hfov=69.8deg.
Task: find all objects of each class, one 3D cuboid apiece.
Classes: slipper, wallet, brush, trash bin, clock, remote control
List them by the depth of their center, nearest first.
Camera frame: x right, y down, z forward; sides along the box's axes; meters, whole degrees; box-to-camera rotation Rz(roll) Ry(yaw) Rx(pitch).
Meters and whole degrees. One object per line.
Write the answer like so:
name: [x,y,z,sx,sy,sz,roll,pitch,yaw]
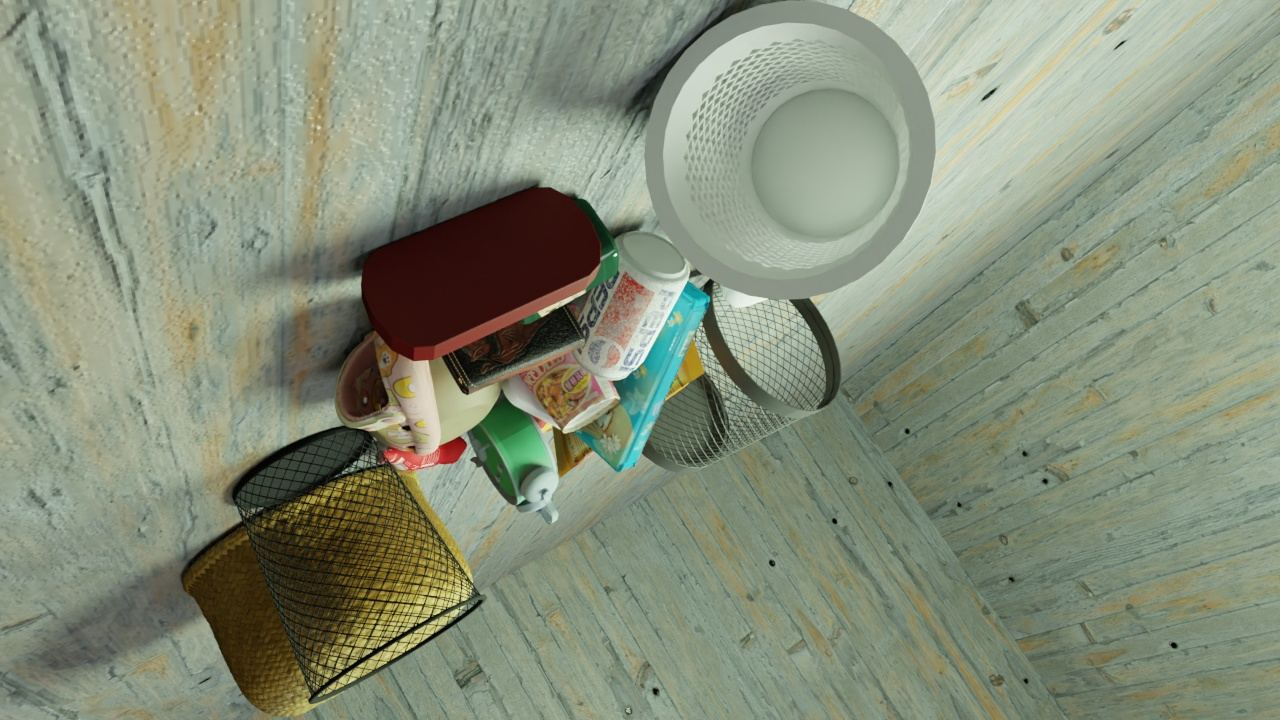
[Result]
brush: [-0.113,-0.061,0.661,0.173,0.082,0.042,-27,166,-24]
trash bin: [0.127,-0.154,0.706,0.196,0.195,0.199,-38,176,21]
slipper: [-0.211,0.020,0.755,0.081,0.093,0.198,-8,159,-14]
wallet: [-0.117,-0.022,0.821,0.122,0.072,0.019,-25,165,-28]
trash bin: [-0.284,0.190,0.898,0.184,0.210,0.184,-31,167,-8]
remote control: [-0.111,0.045,1.026,0.013,0.043,0.136,-24,149,20]
clock: [-0.148,0.125,1.093,0.075,0.161,0.122,-29,166,-23]
trash bin: [0.104,0.018,1.210,0.217,0.217,0.228,-19,165,-47]

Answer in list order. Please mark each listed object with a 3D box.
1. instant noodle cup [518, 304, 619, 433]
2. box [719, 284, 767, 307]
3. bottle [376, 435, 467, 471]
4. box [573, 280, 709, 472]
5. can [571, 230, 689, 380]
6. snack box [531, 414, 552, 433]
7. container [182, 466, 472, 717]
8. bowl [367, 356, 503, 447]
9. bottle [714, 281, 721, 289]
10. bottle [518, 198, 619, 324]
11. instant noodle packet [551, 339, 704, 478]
instant noodle cup: [-0.080,0.013,0.961,0.097,0.108,0.098,-31,167,-8]
box: [0.112,-0.114,0.969,0.083,0.140,0.141,-21,154,12]
bottle: [-0.249,0.102,1.037,0.042,0.042,0.141,-37,167,19]
box: [-0.005,0.006,0.981,0.041,0.094,0.227,-13,135,-48]
can: [-0.013,-0.052,0.885,0.078,0.078,0.136,-20,148,-45]
snack box: [-0.109,0.061,1.269,0.133,0.021,0.089,-42,165,36]
container: [-0.359,0.279,1.102,0.306,0.196,0.307,-33,167,-9]
bowl: [-0.200,0.046,0.926,0.152,0.050,0.152,-31,167,-8]
bottle: [0.156,-0.133,1.075,0.157,0.068,0.067,-36,167,12]
bottle: [-0.087,-0.070,0.736,0.131,0.061,0.061,-30,165,-11]
instant noodle packet: [-0.025,0.027,1.109,0.221,0.159,0.032,-37,126,18]
